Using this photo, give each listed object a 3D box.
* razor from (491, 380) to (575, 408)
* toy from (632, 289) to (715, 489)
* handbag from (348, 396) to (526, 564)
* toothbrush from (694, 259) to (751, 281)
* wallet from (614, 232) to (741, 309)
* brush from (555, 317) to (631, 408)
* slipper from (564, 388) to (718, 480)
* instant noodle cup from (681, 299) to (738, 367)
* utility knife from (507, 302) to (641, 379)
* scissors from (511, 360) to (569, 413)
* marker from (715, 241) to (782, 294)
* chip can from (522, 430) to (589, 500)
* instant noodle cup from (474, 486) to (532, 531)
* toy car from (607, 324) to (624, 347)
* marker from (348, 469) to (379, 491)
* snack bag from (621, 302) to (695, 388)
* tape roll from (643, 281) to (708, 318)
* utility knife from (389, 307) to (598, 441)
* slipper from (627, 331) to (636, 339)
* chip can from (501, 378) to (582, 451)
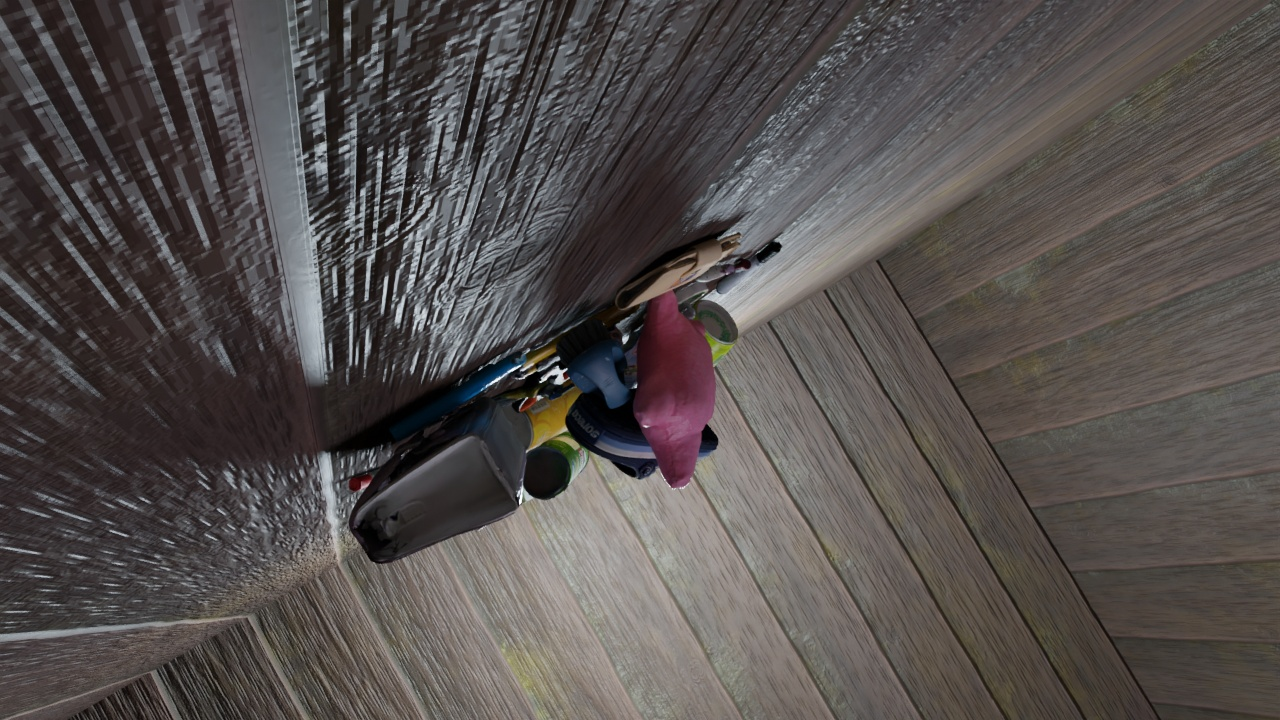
[{"bbox_3d":[-0.141,0.043,0.981,0.143,0.022,0.042,-16,-175,21],"label":"razor"},{"bbox_3d":[0.038,0.035,0.929,0.075,0.194,0.178,-5,153,23],"label":"toy"},{"bbox_3d":[-0.189,0.110,0.874,0.145,0.098,0.197,-33,-172,-1],"label":"handbag"},{"bbox_3d":[0.094,-0.104,1.063,0.017,0.016,0.187,-22,-179,26],"label":"toothbrush"},{"bbox_3d":[0.039,-0.084,0.847,0.114,0.024,0.088,-25,172,-44],"label":"wallet"},{"bbox_3d":[-0.037,0.010,0.857,0.055,0.073,0.144,-32,170,-3],"label":"brush"},{"bbox_3d":[-0.001,0.088,1.012,0.095,0.105,0.252,-50,155,16],"label":"slipper"},{"bbox_3d":[0.075,-0.023,1.332,0.124,0.111,0.111,-42,170,37],"label":"instant noodle cup"},{"bbox_3d":[-0.060,-0.023,0.890,0.156,0.015,0.033,-31,161,-11],"label":"utility knife"},{"bbox_3d":[-0.094,0.001,1.010,0.152,0.021,0.235,-33,172,-34],"label":"scissors"},{"bbox_3d":[0.138,-0.118,1.178,0.022,0.018,0.131,-20,170,-34],"label":"marker"},{"bbox_3d":[-0.118,0.142,1.284,0.072,0.072,0.236,-31,179,2],"label":"chip can"},{"bbox_3d":[-0.210,0.151,1.211,0.116,0.124,0.116,-30,177,-1],"label":"instant noodle cup"},{"bbox_3d":[-0.044,-0.013,1.032,0.056,0.037,0.122,-32,175,-3],"label":"toy car"},{"bbox_3d":[-0.305,0.136,1.105,0.017,0.017,0.145,-31,176,14],"label":"marker"},{"bbox_3d":[-0.006,0.006,1.035,0.110,0.039,0.192,-22,158,-34],"label":"snack bag"},{"bbox_3d":[0.043,-0.069,1.116,0.086,0.014,0.086,-30,176,-2],"label":"tape roll"},{"bbox_3d":[-0.132,0.012,0.816,0.225,0.018,0.034,-31,-178,10],"label":"utility knife"},{"bbox_3d":[0.033,0.005,1.178,0.074,0.104,0.246,-4,171,-16],"label":"slipper"},{"bbox_3d":[-0.101,0.058,1.220,0.072,0.072,0.212,-33,175,37],"label":"chip can"}]
